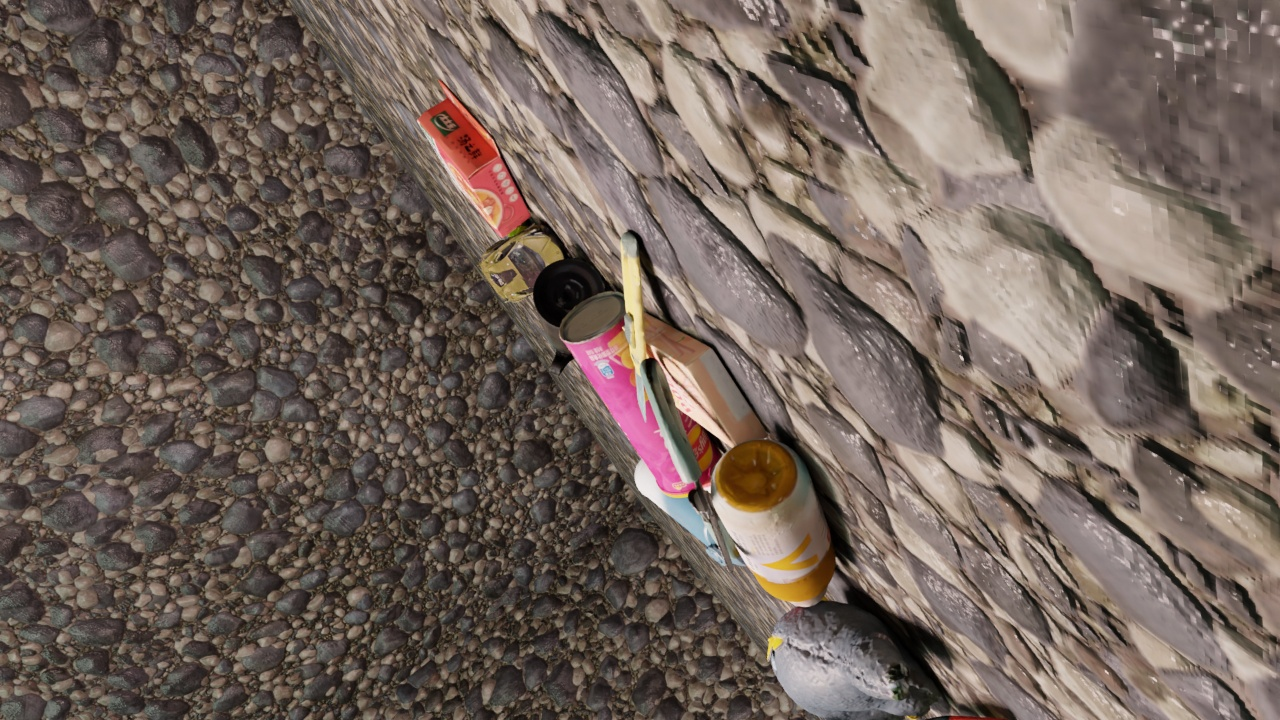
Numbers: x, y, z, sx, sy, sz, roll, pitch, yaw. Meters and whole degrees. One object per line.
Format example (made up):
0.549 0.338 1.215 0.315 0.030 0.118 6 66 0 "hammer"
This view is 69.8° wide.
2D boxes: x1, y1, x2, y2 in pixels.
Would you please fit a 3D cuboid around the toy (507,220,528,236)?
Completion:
-0.126 -0.132 1.048 0.100 0.031 0.097 48 169 39 "toy"

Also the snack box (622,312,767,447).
0.038 0.014 0.716 0.084 0.026 0.157 56 172 -20 "snack box"

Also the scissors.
0.043 0.085 0.698 0.170 0.019 0.171 54 -167 -66 "scissors"

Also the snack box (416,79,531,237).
-0.177 -0.208 0.957 0.113 0.044 0.127 49 171 29 "snack box"

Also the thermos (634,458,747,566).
0.064 0.154 0.981 0.070 0.070 0.220 56 168 -24 "thermos"

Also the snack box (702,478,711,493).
0.112 0.149 0.819 0.127 0.044 0.113 54 172 6 "snack box"

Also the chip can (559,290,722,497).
0.003 0.036 0.858 0.210 0.071 0.071 58 171 -33 "chip can"

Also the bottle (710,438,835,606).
0.104 0.128 0.673 0.068 0.068 0.190 47 171 40 "bottle"

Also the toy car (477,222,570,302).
-0.127 -0.104 0.995 0.070 0.042 0.158 54 149 -13 "toy car"

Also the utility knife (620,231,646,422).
-0.001 -0.021 0.695 0.205 0.021 0.031 79 169 -50 "utility knife"

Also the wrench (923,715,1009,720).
0.195 0.283 0.695 0.274 0.056 0.016 122 154 -62 "wrench"

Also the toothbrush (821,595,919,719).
0.207 0.272 0.907 0.190 0.015 0.017 49 167 31 "toothbrush"

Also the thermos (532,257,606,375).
-0.074 -0.036 0.964 0.068 0.090 0.243 17 171 0 "thermos"

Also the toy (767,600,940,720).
0.174 0.265 0.779 0.138 0.091 0.357 36 165 23 "toy"
